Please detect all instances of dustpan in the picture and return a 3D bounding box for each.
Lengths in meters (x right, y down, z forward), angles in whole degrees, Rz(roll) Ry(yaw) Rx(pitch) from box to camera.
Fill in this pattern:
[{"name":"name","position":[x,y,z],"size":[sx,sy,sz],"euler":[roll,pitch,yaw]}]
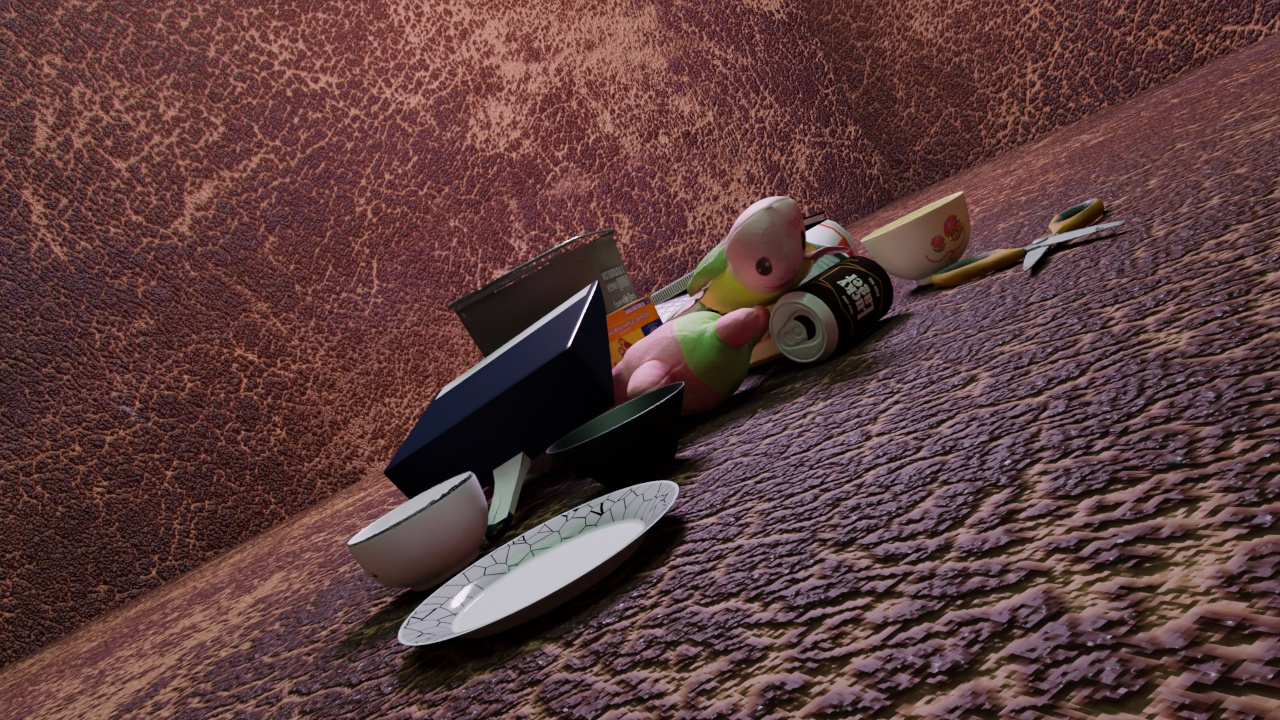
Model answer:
[{"name":"dustpan","position":[-0.127,0.063,0.877],"size":[0.237,0.080,0.272],"euler":[-33,17,21]}]

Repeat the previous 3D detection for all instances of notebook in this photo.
[{"name":"notebook","position":[0.127,-0.132,1.197],"size":[0.207,0.016,0.148],"euler":[-28,-3,41]}]

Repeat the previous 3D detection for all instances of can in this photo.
[{"name":"can","position":[0.185,-0.050,0.885],"size":[0.128,0.072,0.072],"euler":[-30,5,-41]}]

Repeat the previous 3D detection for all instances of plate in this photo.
[{"name":"plate","position":[-0.058,0.127,0.563],"size":[0.188,0.016,0.188],"euler":[-27,4,2]}]

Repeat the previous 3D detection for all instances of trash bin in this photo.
[{"name":"trash bin","position":[-0.082,-0.018,1.126],"size":[0.198,0.220,0.197],"euler":[-26,4,17]}]

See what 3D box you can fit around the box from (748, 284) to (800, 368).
[{"name":"box","position":[0.129,-0.018,1.051],"size":[0.083,0.091,0.188],"euler":[14,-22,-35]}]

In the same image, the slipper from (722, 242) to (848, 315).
[{"name":"slipper","position":[0.183,-0.080,1.108],"size":[0.074,0.104,0.246],"euler":[-32,2,-28]}]

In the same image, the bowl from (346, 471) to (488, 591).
[{"name":"bowl","position":[-0.170,0.143,0.740],"size":[0.113,0.063,0.113],"euler":[-28,5,3]}]

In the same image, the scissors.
[{"name":"scissors","position":[0.375,-0.112,0.857],"size":[0.224,0.016,0.226],"euler":[-29,5,-21]}]

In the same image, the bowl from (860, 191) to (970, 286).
[{"name":"bowl","position":[0.312,-0.125,1.006],"size":[0.118,0.074,0.118],"euler":[-27,4,2]}]

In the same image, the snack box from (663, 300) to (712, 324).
[{"name":"snack box","position":[0.074,-0.068,1.121],"size":[0.132,0.027,0.168],"euler":[-42,-1,0]}]

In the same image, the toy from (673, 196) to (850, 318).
[{"name":"toy","position":[0.116,-0.094,0.931],"size":[0.190,0.087,0.238],"euler":[-18,-9,0]}]

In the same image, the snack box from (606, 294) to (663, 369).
[{"name":"snack box","position":[-0.006,0.006,1.006],"size":[0.088,0.126,0.040],"euler":[-28,4,-22]}]

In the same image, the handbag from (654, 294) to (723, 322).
[{"name":"handbag","position":[0.097,-0.034,1.278],"size":[0.153,0.115,0.125],"euler":[-16,20,-5]}]

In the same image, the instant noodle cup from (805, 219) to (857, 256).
[{"name":"instant noodle cup","position":[0.230,-0.122,1.265],"size":[0.124,0.123,0.120],"euler":[-25,12,28]}]

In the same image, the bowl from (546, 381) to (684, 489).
[{"name":"bowl","position":[-0.009,0.069,0.740],"size":[0.124,0.052,0.124],"euler":[-27,4,2]}]

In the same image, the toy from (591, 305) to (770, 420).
[{"name":"toy","position":[0.022,0.017,0.897],"size":[0.237,0.096,0.191],"euler":[-26,-9,18]}]

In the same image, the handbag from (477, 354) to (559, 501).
[{"name":"handbag","position":[-0.163,0.090,1.018],"size":[0.170,0.144,0.068],"euler":[-53,-5,2]}]
